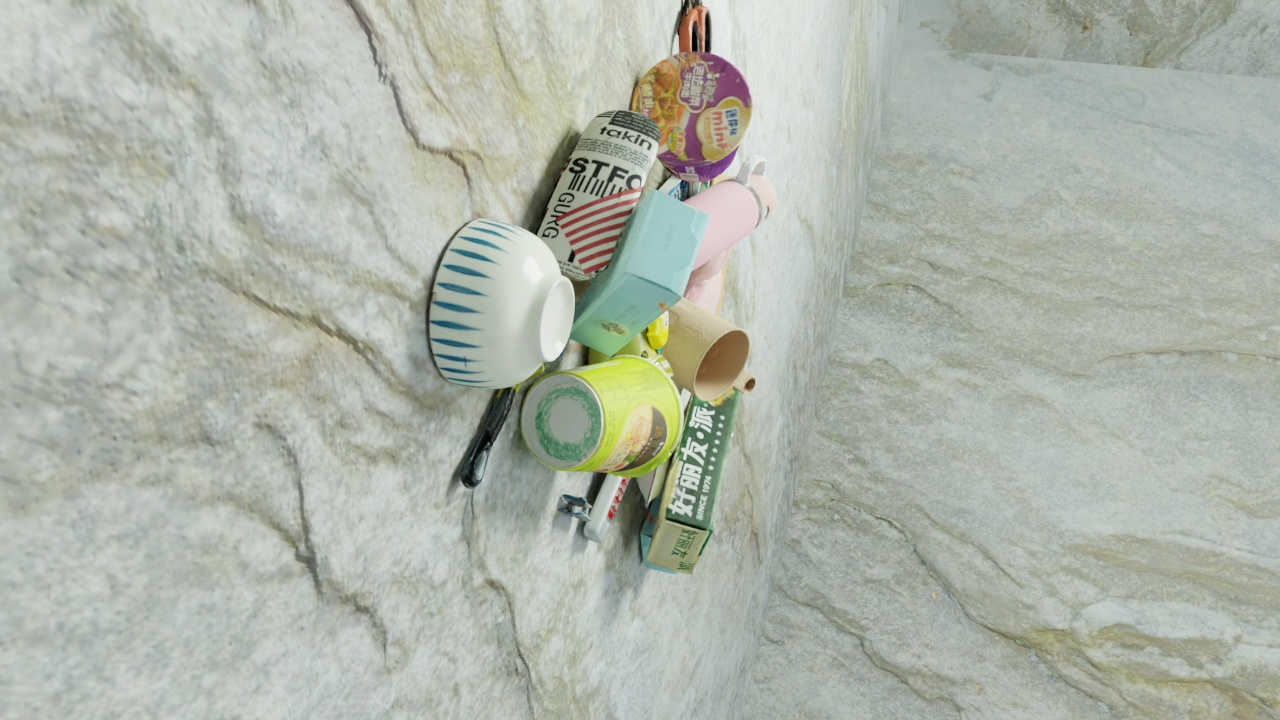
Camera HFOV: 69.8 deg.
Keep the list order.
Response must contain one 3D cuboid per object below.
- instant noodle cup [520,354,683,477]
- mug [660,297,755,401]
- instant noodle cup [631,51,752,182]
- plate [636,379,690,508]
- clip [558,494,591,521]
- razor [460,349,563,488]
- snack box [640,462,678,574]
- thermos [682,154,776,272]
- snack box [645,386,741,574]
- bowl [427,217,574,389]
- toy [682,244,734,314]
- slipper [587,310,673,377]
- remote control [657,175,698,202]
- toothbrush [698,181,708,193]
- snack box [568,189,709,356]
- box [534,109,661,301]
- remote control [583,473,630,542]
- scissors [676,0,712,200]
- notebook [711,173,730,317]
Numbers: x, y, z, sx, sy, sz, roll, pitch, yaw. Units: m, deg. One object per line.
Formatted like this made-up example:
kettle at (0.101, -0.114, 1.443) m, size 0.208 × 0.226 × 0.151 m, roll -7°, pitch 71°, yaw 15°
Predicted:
instant noodle cup at (-0.038, 0.050, 0.781) m, size 0.123 × 0.112 × 0.112 m, roll 1°, pitch 100°, yaw -64°
mug at (0.059, -0.012, 0.978) m, size 0.084 × 0.103 × 0.124 m, roll -57°, pitch 145°, yaw 1°
instant noodle cup at (0.053, -0.227, 0.887) m, size 0.099 × 0.111 × 0.111 m, roll 34°, pitch 69°, yaw -81°
plate at (0.024, 0.084, 1.072) m, size 0.164 × 0.034 × 0.163 m, roll 15°, pitch 92°, yaw -82°
clip at (-0.061, 0.145, 0.893) m, size 0.058 × 0.026 × 0.038 m, roll 59°, pitch 38°, yaw -71°
razor at (-0.102, 0.033, 0.692) m, size 0.042 × 0.022 × 0.142 m, roll 46°, pitch 56°, yaw -38°
snack box at (0.051, 0.195, 1.235) m, size 0.174 × 0.052 × 0.074 m, roll -63°, pitch 156°, yaw -44°
thermos at (0.074, -0.150, 0.944) m, size 0.198 × 0.067 × 0.087 m, roll -36°, pitch 149°, yaw -43°
snack box at (0.069, 0.135, 1.150) m, size 0.115 × 0.063 × 0.239 m, roll 106°, pitch 1°, yaw -49°
bowl at (-0.086, -0.034, 0.624) m, size 0.116 × 0.066 × 0.116 m, roll 13°, pitch 89°, yaw -73°
toy at (0.070, -0.082, 1.079) m, size 0.160 × 0.054 × 0.121 m, roll -69°, pitch 172°, yaw 29°
slipper at (-0.005, 0.005, 0.887) m, size 0.091 × 0.082 × 0.191 m, roll -29°, pitch 131°, yaw -71°
remote control at (0.038, -0.178, 0.998) m, size 0.124 × 0.024 × 0.049 m, roll -53°, pitch 149°, yaw -53°
toothbrush at (0.075, -0.190, 1.126) m, size 0.018 × 0.016 × 0.192 m, roll -51°, pitch 149°, yaw -76°
snack box at (-0.008, -0.065, 0.741) m, size 0.175 × 0.051 × 0.074 m, roll -36°, pitch -147°, yaw 66°
box at (-0.039, -0.120, 0.728) m, size 0.087 × 0.076 × 0.162 m, roll 96°, pitch 11°, yaw -66°
remote control at (-0.024, 0.127, 0.969) m, size 0.056 × 0.020 × 0.135 m, roll 80°, pitch 33°, yaw -72°
scissors at (0.053, -0.267, 0.961) m, size 0.185 × 0.015 × 0.208 m, roll 63°, pitch 36°, yaw -55°
notebook at (0.102, -0.147, 1.249) m, size 0.147 × 0.008 × 0.208 m, roll -17°, pitch 117°, yaw -70°
